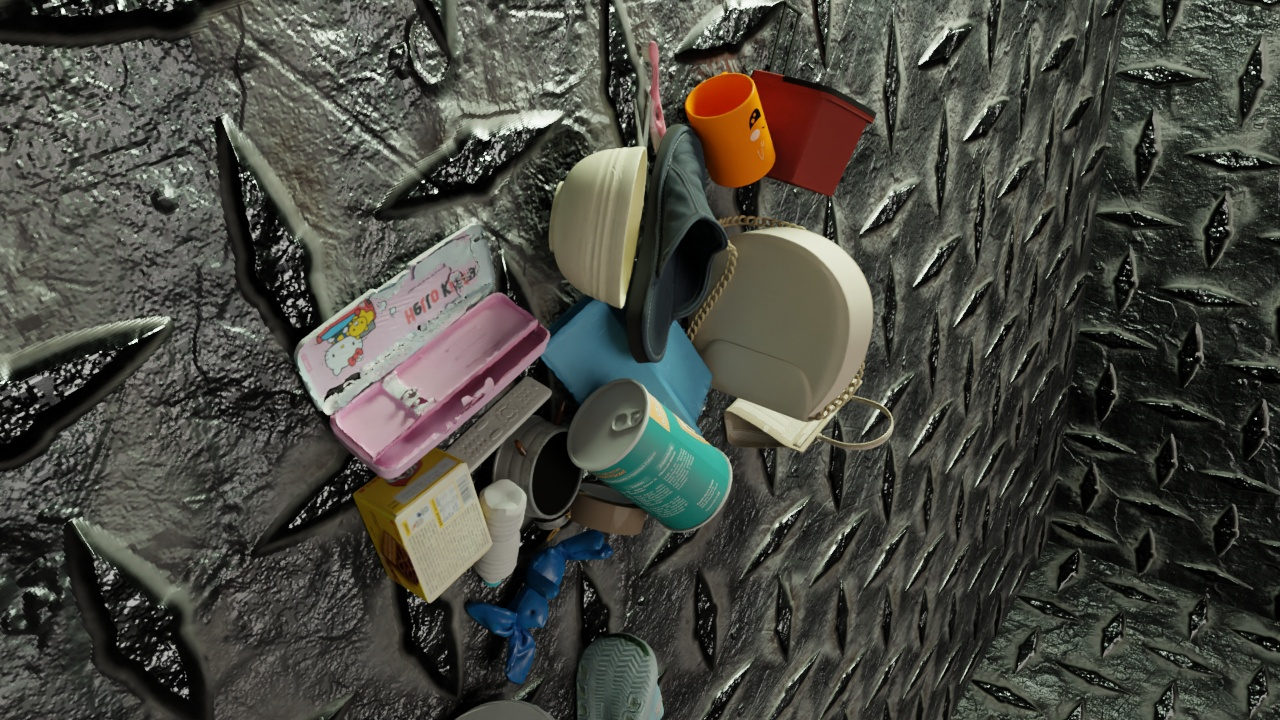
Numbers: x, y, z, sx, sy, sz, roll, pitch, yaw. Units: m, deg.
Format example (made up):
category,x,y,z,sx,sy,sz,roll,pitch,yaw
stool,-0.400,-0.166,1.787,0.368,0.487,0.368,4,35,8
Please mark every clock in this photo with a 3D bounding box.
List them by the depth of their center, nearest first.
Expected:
category,x,y,z,sx,sy,sz,roll,pitch,yaw
clock,-0.100,0.121,0.923,0.103,0.056,0.148,-41,131,-48

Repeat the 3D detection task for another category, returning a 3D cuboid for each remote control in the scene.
category,x,y,z,sx,sy,sz,roll,pitch,yaw
remote control,-0.137,0.064,0.869,0.130,0.033,0.012,-45,152,-32

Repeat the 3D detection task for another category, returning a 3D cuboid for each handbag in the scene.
category,x,y,z,sx,sy,sz,roll,pitch,yaw
handbag,0.152,-0.045,1.053,0.103,0.211,0.209,-20,123,-48
handbag,0.244,0.068,1.237,0.175,0.198,0.062,-41,134,-36

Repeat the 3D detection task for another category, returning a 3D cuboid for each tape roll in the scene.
category,x,y,z,sx,sy,sz,roll,pitch,yaw
tape roll,-0.040,0.157,0.987,0.093,0.094,0.030,10,96,-54

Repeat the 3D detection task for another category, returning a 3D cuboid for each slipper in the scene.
category,x,y,z,sx,sy,sz,roll,pitch,yaw
slipper,0.052,-0.120,0.942,0.109,0.083,0.265,57,40,-60
slipper,-0.024,0.429,1.128,0.074,0.104,0.246,-26,131,-48

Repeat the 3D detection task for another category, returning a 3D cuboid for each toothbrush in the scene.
category,x,y,z,sx,sy,sz,roll,pitch,yaw
toothbrush,0.016,-0.262,0.947,0.021,0.016,0.135,-41,137,-36

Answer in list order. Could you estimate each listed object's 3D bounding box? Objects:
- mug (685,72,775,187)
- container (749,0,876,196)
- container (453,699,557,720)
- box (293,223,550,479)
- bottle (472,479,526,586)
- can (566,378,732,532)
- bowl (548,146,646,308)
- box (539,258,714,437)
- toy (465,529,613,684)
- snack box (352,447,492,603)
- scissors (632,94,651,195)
category,x,y,z,sx,sy,sz,roll,pitch,yaw
mug,0.100,-0.265,1.018,0.096,0.078,0.112,61,25,-46
container,0.201,-0.310,1.087,0.147,0.127,0.201,1,111,-53
container,-0.115,0.474,0.945,0.189,0.189,0.187,-54,140,-23
box,-0.171,-0.014,0.753,0.200,0.111,0.102,-43,161,-33
bottle,-0.138,0.172,0.886,0.044,0.044,0.136,-35,150,-41
can,0.011,0.097,0.919,0.144,0.099,0.099,41,71,-37
bowl,-0.042,-0.128,0.855,0.150,0.075,0.150,12,87,-86
box,0.001,0.006,0.975,0.174,0.060,0.232,-55,129,-24
toy,-0.107,0.242,0.960,0.176,0.071,0.113,-50,138,-12
snack box,-0.189,0.142,0.808,0.083,0.061,0.106,-40,134,-37
scissors,0.010,-0.196,0.968,0.130,0.014,0.153,10,100,-54
